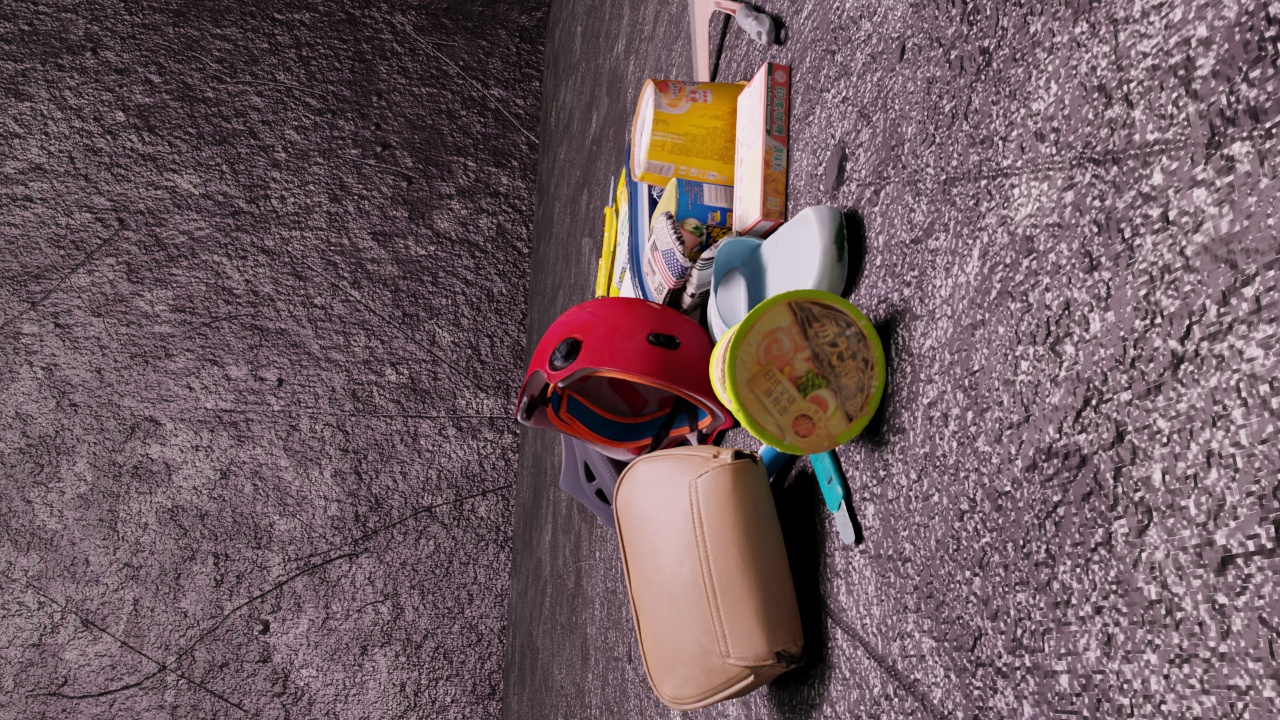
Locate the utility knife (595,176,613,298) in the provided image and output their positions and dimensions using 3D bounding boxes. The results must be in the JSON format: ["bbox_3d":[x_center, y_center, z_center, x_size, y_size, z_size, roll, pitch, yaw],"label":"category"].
[{"bbox_3d":[-0.051,-0.173,1.319,0.033,0.015,0.201,153,123,-73],"label":"utility knife"}]

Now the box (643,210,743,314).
[{"bbox_3d":[0.044,-0.101,0.923,0.075,0.086,0.162,-43,-6,-13],"label":"box"}]

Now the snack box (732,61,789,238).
[{"bbox_3d":[0.115,-0.197,0.882,0.077,0.027,0.155,147,127,-73],"label":"snack box"}]

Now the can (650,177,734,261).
[{"bbox_3d":[0.062,-0.144,0.964,0.102,0.083,0.057,122,152,-63],"label":"can"}]

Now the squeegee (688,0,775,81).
[{"bbox_3d":[0.104,-0.369,0.983,0.249,0.040,0.248,-116,18,-57],"label":"squeegee"}]

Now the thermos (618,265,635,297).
[{"bbox_3d":[-0.006,-0.056,1.260,0.225,0.073,0.073,109,162,-47],"label":"thermos"}]

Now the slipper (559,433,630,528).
[{"bbox_3d":[-0.062,0.108,1.101,0.268,0.083,0.110,65,-165,-11],"label":"slipper"}]

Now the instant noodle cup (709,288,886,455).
[{"bbox_3d":[0.102,0.008,0.673,0.123,0.111,0.111,179,97,-82],"label":"instant noodle cup"}]

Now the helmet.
[{"bbox_3d":[-0.006,0.006,0.945,0.241,0.206,0.143,-22,51,49],"label":"helmet"}]

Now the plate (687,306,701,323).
[{"bbox_3d":[0.034,-0.010,1.141,0.164,0.034,0.163,179,97,-77],"label":"plate"}]

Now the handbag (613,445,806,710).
[{"bbox_3d":[0.058,0.168,0.740,0.148,0.099,0.204,-24,71,43],"label":"handbag"}]

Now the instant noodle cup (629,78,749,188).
[{"bbox_3d":[0.052,-0.241,0.992,0.138,0.109,0.138,-175,91,-79],"label":"instant noodle cup"}]

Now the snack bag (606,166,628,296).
[{"bbox_3d":[0.003,-0.194,1.279,0.247,0.068,0.157,108,164,-47],"label":"snack bag"}]

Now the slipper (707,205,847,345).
[{"bbox_3d":[0.100,-0.061,0.782,0.246,0.074,0.104,138,135,-70],"label":"slipper"}]

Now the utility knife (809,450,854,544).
[{"bbox_3d":[0.136,0.068,0.701,0.182,0.013,0.029,-100,21,-50],"label":"utility knife"}]

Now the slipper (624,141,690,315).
[{"bbox_3d":[0.036,-0.148,1.072,0.105,0.095,0.252,42,-140,-66],"label":"slipper"}]

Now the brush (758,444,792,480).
[{"bbox_3d":[0.076,0.171,0.844,0.315,0.060,0.109,121,155,-57],"label":"brush"}]
